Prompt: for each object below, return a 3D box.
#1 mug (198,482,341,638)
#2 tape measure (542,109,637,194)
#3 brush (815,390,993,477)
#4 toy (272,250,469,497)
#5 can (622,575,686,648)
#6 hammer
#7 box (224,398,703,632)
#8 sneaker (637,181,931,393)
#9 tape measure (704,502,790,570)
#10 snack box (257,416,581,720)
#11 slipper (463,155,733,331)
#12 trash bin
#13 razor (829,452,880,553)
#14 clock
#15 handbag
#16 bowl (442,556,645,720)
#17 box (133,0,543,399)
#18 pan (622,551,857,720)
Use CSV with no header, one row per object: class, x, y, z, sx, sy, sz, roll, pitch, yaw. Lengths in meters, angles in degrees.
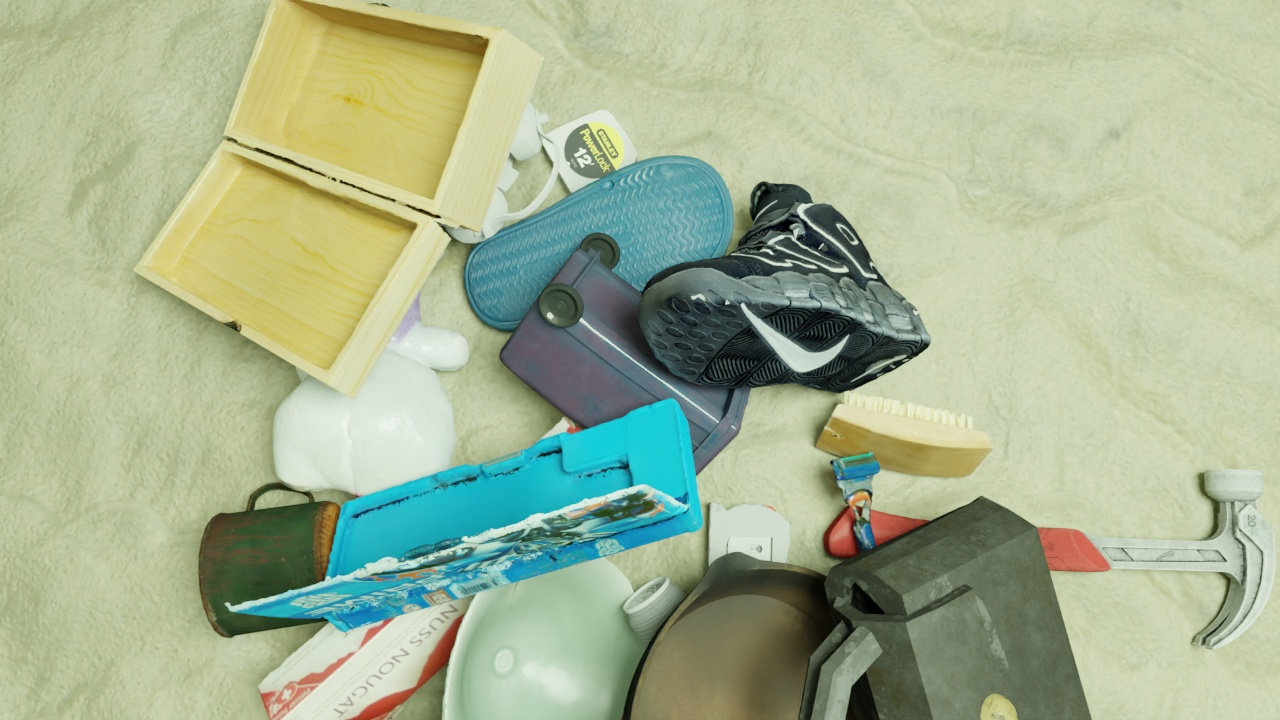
mug,-0.248,0.132,0.642,0.081,0.085,0.110,-8,51,-4
tape measure,-0.039,-0.161,0.728,0.065,0.017,0.064,-29,80,-6
brush,0.192,0.054,0.672,0.117,0.049,0.039,12,56,3
toy,-0.195,-0.001,0.664,0.137,0.086,0.209,-4,74,-2
can,0.034,0.203,0.633,0.044,0.044,0.106,-36,93,-7
hammer,0.292,0.138,0.664,0.316,0.036,0.126,2,81,1
box,-0.087,0.107,0.541,0.244,0.166,0.075,-18,100,12
sneaker,0.090,-0.065,0.626,0.097,0.252,0.150,-40,58,36
tape measure,0.077,0.135,0.668,0.062,0.020,0.060,3,79,0
snack box,-0.128,0.158,0.633,0.272,0.077,0.044,-41,47,-8
slipper,-0.030,-0.079,0.693,0.214,0.059,0.104,-20,88,10
trash bin,-0.004,0.004,0.633,0.161,0.093,0.092,36,122,-6
razor,0.162,0.136,0.641,0.043,0.018,0.141,-4,76,-34
clock,-0.133,-0.151,0.682,0.159,0.061,0.119,18,77,25
handbag,0.181,0.210,0.561,0.199,0.102,0.197,-17,91,-27
bowl,-0.077,0.209,0.625,0.174,0.068,0.174,5,83,-42
box,-0.220,-0.130,0.640,0.247,0.076,0.257,23,80,33
pan,0.030,0.259,0.556,0.355,0.043,0.248,-12,80,-33
